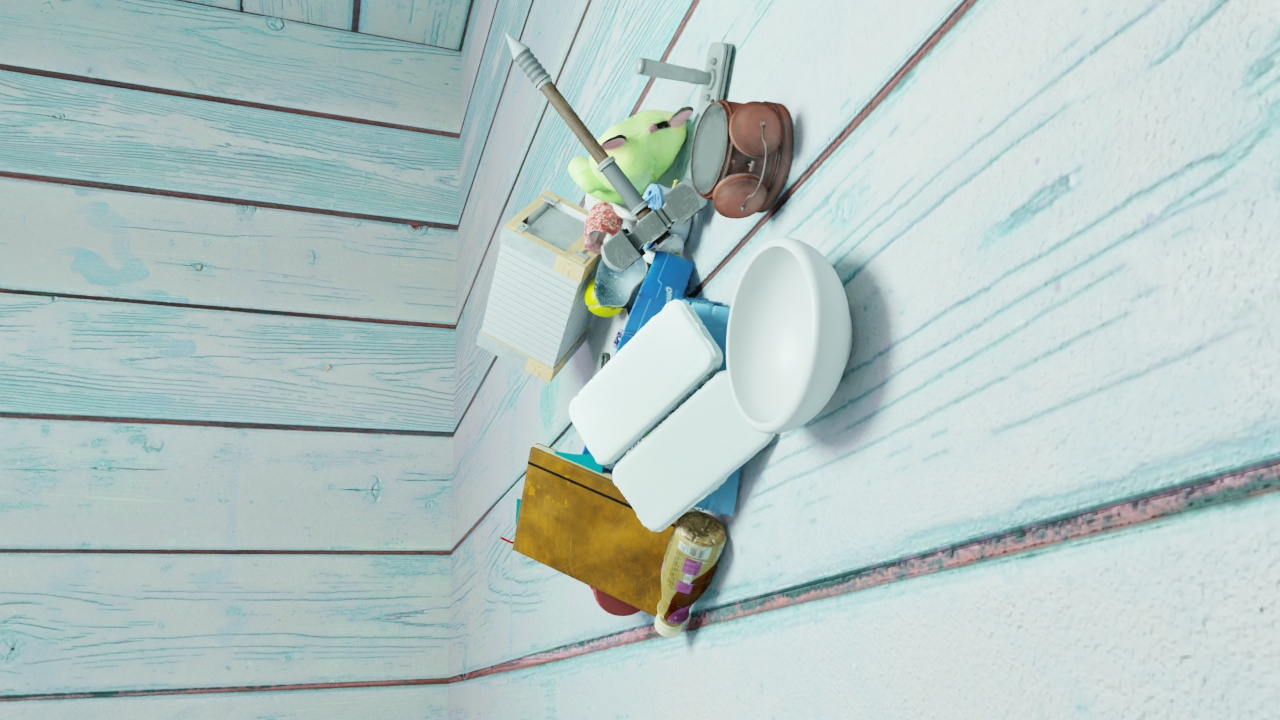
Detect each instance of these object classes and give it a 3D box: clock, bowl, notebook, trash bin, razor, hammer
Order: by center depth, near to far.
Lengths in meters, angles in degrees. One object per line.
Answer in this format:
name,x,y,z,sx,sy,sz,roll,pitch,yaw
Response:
bowl,0.143,-0.020,0.834,0.177,0.066,0.176,-176,91,-71
clock,0.108,-0.216,0.970,0.157,0.072,0.121,-122,40,-61
razor,0.048,-0.344,1.102,0.047,0.116,0.088,-140,57,-61
hammer,-0.066,-0.275,1.139,0.156,0.322,0.043,-37,4,15
notebook,-0.053,0.206,1.149,0.014,0.249,0.179,-35,-38,-60
clock,0.030,-0.173,1.216,0.089,0.052,0.125,171,102,-70
bowl,-0.013,-0.117,1.301,0.111,0.055,0.110,-25,55,40
trash bin,-0.151,-0.120,1.502,0.142,0.142,0.248,-54,-11,-49

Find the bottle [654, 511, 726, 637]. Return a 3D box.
bottle,0.050,0.252,1.055,0.059,0.059,0.166,-113,32,-53

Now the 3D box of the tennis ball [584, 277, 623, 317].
tennis ball,-0.054,-0.100,1.418,0.065,0.065,0.065,-176,91,-71

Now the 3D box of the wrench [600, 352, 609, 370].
wrench,-0.064,0.122,1.479,0.073,0.018,0.273,162,113,-69

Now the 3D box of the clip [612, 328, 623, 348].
clip,-0.027,-0.033,1.235,0.051,0.014,0.043,-70,0,-64

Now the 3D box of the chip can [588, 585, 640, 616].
chip can,-0.051,0.284,1.300,0.213,0.087,0.087,-163,78,-71

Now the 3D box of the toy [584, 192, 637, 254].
toy,-0.044,-0.230,1.385,0.160,0.084,0.193,-37,43,43

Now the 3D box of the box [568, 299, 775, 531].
box,0.026,0.063,0.994,0.210,0.045,0.191,-42,72,30

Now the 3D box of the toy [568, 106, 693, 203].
toy,-0.013,-0.275,1.257,0.107,0.150,0.197,68,164,-12

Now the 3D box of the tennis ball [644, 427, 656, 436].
tennis ball,0.033,0.079,1.131,0.065,0.065,0.065,-176,91,-71

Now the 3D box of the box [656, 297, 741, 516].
box,0.086,0.050,1.034,0.112,0.094,0.231,11,97,28

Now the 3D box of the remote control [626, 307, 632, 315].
remote control,-0.012,-0.114,1.373,0.047,0.022,0.150,117,149,-46

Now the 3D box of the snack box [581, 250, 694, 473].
snack box,-0.007,0.007,1.166,0.195,0.056,0.239,-70,0,-52
